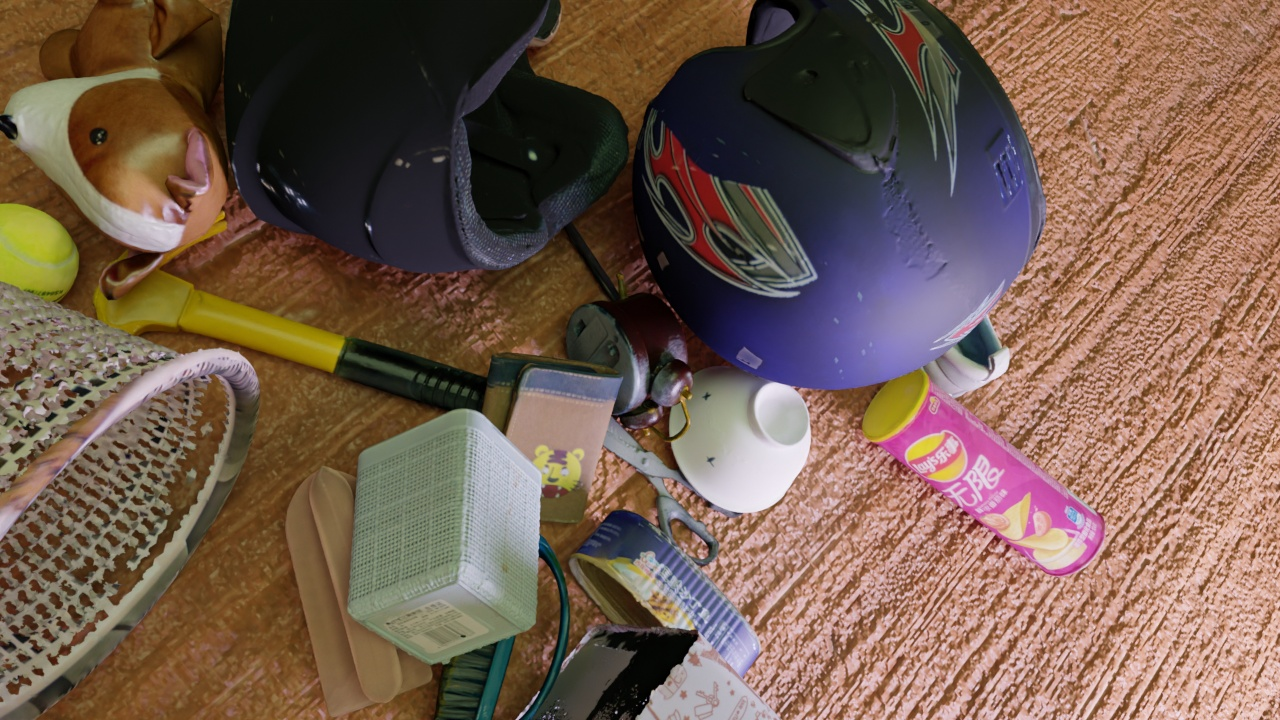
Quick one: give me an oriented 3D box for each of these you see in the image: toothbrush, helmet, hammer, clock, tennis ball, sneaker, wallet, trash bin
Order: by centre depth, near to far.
[{"bbox_3d":[-0.340,0.047,0.453,0.192,0.228,0.227,30,67,1],"label":"trash bin"},{"bbox_3d":[-0.366,-0.058,0.535,0.065,0.066,0.065,6,75,-21],"label":"tennis ball"},{"bbox_3d":[-0.136,-0.187,0.572,0.230,0.233,0.274,-6,75,7],"label":"helmet"},{"bbox_3d":[-0.197,-0.004,0.611,0.300,0.033,0.128,19,72,-17],"label":"hammer"},{"bbox_3d":[-0.068,0.054,0.622,0.090,0.033,0.115,9,109,-22],"label":"wallet"},{"bbox_3d":[-0.004,0.004,0.659,0.055,0.082,0.122,-21,74,-36],"label":"clock"},{"bbox_3d":[0.111,-0.127,0.662,0.240,0.248,0.315,-22,61,-9],"label":"helmet"},{"bbox_3d":[-0.065,-0.113,0.702,0.018,0.016,0.181,-35,91,-20],"label":"toothbrush"},{"bbox_3d":[0.241,-0.087,0.781,0.089,0.091,0.242,-18,84,-26],"label":"sneaker"}]

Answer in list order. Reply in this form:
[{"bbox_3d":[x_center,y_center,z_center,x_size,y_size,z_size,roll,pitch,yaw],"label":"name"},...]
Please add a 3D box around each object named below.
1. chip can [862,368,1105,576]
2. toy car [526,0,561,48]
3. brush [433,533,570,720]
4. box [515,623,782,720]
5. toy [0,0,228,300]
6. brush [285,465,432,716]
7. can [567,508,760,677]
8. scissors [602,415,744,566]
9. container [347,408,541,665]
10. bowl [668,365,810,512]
[{"bbox_3d":[0.287,0.096,0.766,0.210,0.072,0.071,37,66,-11],"label":"chip can"},{"bbox_3d":[-0.121,-0.280,0.710,0.122,0.037,0.056,22,66,-3],"label":"toy car"},{"bbox_3d":[-0.084,0.180,0.591,0.073,0.055,0.143,14,67,-4],"label":"brush"},{"bbox_3d":[-0.042,0.286,0.521,0.105,0.179,0.259,45,65,-7],"label":"box"},{"bbox_3d":[-0.301,-0.144,0.538,0.130,0.140,0.199,0,63,-44],"label":"toy"},{"bbox_3d":[-0.176,0.136,0.562,0.063,0.073,0.145,-14,80,-23],"label":"brush"},{"bbox_3d":[0.018,0.170,0.634,0.148,0.075,0.049,47,61,-6],"label":"can"},{"bbox_3d":[0.010,0.076,0.690,0.156,0.014,0.168,-9,76,-24],"label":"scissors"},{"bbox_3d":[-0.114,0.106,0.540,0.090,0.090,0.111,52,21,-41],"label":"container"},{"bbox_3d":[0.088,0.050,0.688,0.118,0.065,0.118,11,66,-25],"label":"bowl"}]
